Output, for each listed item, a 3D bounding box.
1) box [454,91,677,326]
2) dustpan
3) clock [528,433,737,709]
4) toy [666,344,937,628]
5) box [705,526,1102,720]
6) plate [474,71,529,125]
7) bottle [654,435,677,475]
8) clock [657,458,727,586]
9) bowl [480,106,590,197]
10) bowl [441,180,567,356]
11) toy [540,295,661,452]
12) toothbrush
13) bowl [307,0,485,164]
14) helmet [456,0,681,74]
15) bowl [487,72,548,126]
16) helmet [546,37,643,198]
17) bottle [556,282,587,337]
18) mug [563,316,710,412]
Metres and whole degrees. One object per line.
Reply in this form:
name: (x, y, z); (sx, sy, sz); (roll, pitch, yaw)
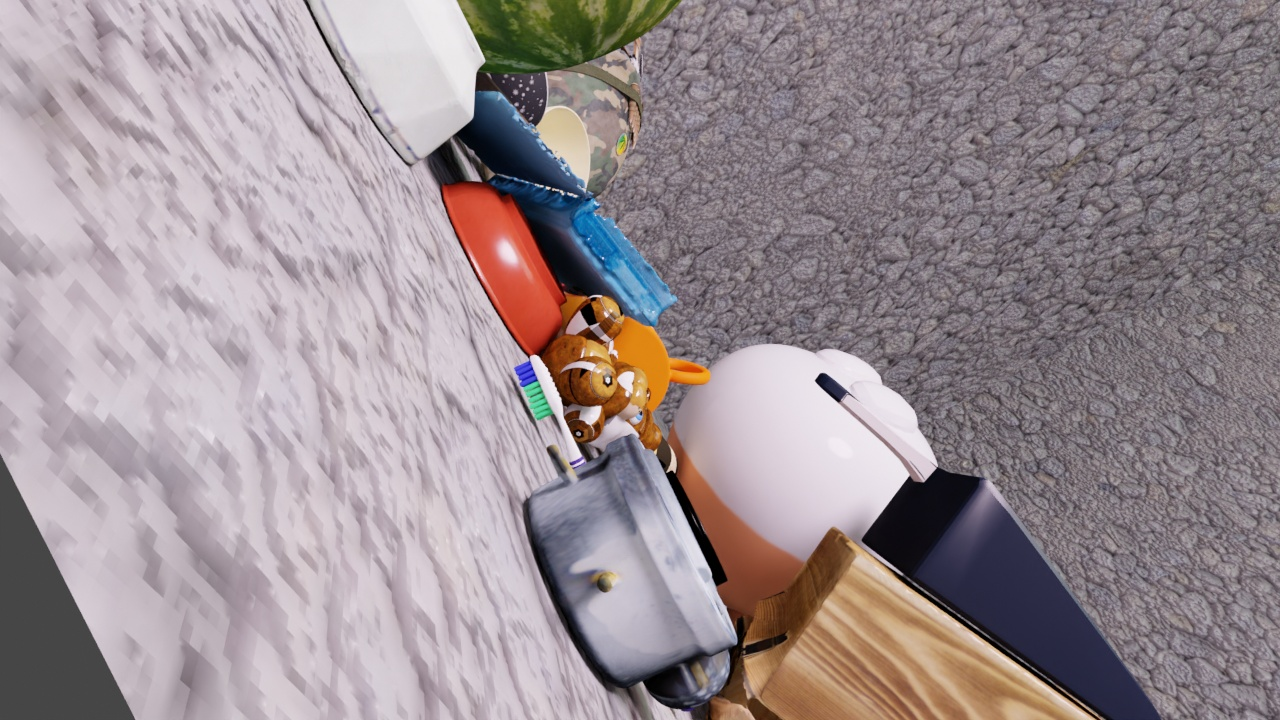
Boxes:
box: (-0.077, -0.114, 0.635); (0.174, 0.033, 0.231); (52, -9, -26)
dustpan: (0.210, 0.118, 0.606); (0.273, 0.080, 0.236); (35, -1, 9)
clock: (0.002, 0.084, 0.359); (0.090, 0.052, 0.129); (64, 2, 40)
toy: (0.146, 0.127, 0.892); (0.265, 0.281, 0.262); (23, 19, -25)
box: (0.147, 0.250, 0.571); (0.258, 0.220, 0.279); (37, 1, 12)
plate: (-0.131, -0.194, 0.683); (0.131, 0.025, 0.131); (42, -5, 4)
bottle: (-0.001, 0.074, 0.749); (0.045, 0.045, 0.184); (63, 1, 17)
clock: (0.018, 0.118, 0.663); (0.121, 0.042, 0.091); (63, 1, -18)
bowl: (-0.112, -0.190, 0.889); (0.074, 0.117, 0.118); (15, -25, 27)
bowl: (-0.079, -0.062, 0.574); (0.122, 0.035, 0.122); (63, 1, -2)
toy: (-0.021, 0.022, 0.575); (0.112, 0.067, 0.087); (46, 37, -41)
toothbrush: (-0.018, 0.083, 0.446); (0.015, 0.016, 0.186); (55, 11, -83)
bowl: (-0.119, -0.166, 0.471); (0.117, 0.061, 0.117); (64, 1, -2)
helmet: (-0.081, -0.296, 0.552); (0.247, 0.243, 0.213); (58, 6, -19)
bowl: (-0.143, -0.241, 0.779); (0.120, 0.066, 0.120); (34, -38, 31)
helmet: (-0.093, -0.287, 1.028); (0.224, 0.193, 0.236); (7, 82, -73)
bottle: (-0.049, -0.036, 0.776); (0.059, 0.059, 0.167); (61, 5, -60)
mug: (-0.004, 0.004, 0.671); (0.096, 0.112, 0.078); (-111, -149, -80)
